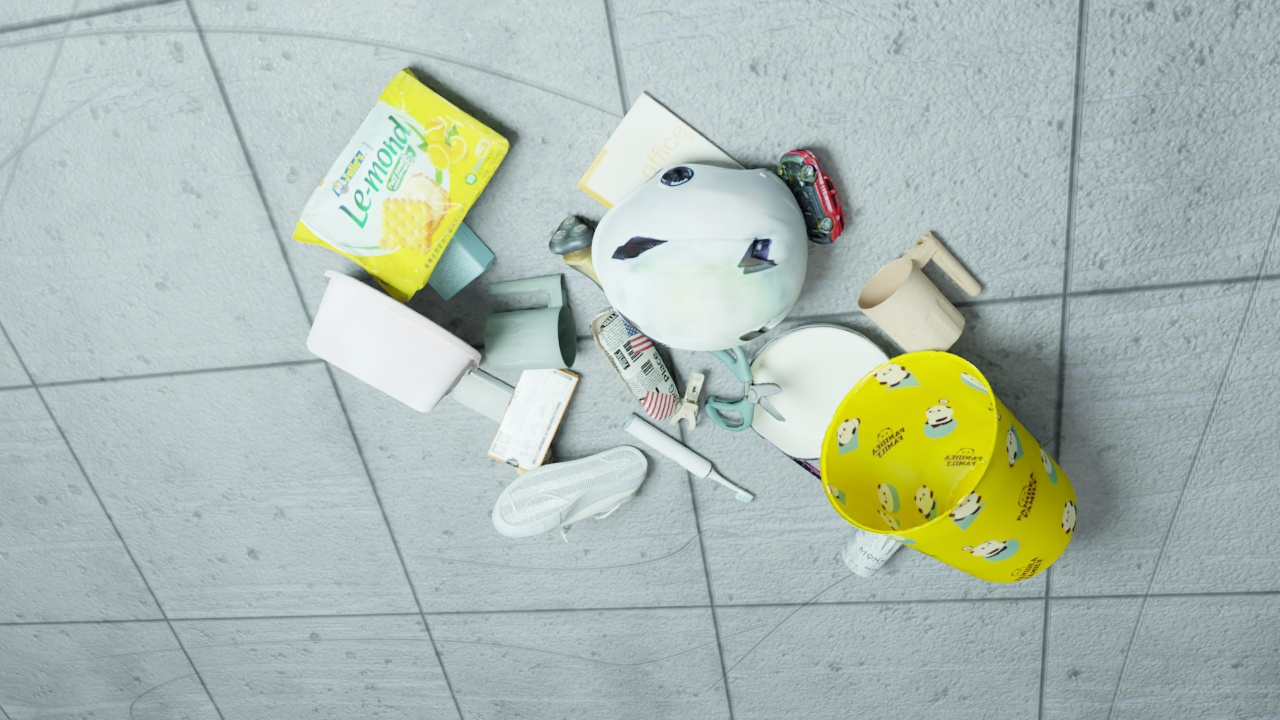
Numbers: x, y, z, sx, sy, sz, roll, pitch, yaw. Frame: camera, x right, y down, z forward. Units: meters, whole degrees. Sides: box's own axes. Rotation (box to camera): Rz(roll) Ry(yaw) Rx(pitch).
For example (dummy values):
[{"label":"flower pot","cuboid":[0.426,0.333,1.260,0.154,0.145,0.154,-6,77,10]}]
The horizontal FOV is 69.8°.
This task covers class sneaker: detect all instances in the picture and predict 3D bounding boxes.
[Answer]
[{"label":"sneaker","cuboid":[-0.101,0.196,1.282,0.089,0.241,0.091,49,140,31]}]

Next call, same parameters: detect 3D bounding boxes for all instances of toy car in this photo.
[{"label":"toy car","cuboid":[0.203,-0.194,1.079,0.045,0.053,0.120,-37,119,-16]}]

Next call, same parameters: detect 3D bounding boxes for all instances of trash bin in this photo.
[{"label":"trash bin","cuboid":[0.389,0.145,1.127,0.255,0.229,0.230,32,122,-34]}]

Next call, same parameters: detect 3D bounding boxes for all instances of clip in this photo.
[{"label":"clip","cuboid":[0.066,0.058,1.250,0.034,0.066,0.099,15,144,2]}]

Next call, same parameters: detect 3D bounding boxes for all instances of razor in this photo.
[{"label":"razor","cuboid":[-0.041,-0.113,1.166,0.167,0.062,0.068,42,147,-20]}]

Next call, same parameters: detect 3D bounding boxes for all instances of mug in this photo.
[{"label":"mug","cuboid":[-0.146,-0.047,1.213,0.103,0.083,0.124,-5,92,13]},{"label":"mug","cuboid":[0.343,-0.076,1.117,0.103,0.084,0.124,41,91,-16]}]

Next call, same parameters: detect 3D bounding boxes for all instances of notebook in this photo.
[{"label":"notebook","cuboid":[0.045,-0.208,1.119,0.206,0.010,0.146,35,119,-11]}]

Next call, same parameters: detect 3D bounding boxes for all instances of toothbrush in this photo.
[{"label":"toothbrush","cuboid":[0.071,0.143,1.311,0.221,0.026,0.026,33,98,-11]},{"label":"toothbrush","cuboid":[0.239,0.155,1.298,0.189,0.014,0.018,34,131,-10]}]

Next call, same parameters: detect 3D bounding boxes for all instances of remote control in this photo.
[{"label":"remote control","cuboid":[-0.192,0.064,1.309,0.150,0.021,0.058,29,121,-8]}]

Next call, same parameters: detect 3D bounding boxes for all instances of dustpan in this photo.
[{"label":"dustpan","cuboid":[-0.287,-0.051,1.138,0.222,0.273,0.139,29,109,-13]}]

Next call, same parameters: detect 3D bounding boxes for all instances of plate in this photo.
[{"label":"plate","cuboid":[0.237,0.038,1.212,0.205,0.045,0.205,4,121,7]}]

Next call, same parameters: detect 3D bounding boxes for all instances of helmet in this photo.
[{"label":"helmet","cuboid":[0.073,-0.099,1.069,0.258,0.145,0.229,-5,127,-1]}]

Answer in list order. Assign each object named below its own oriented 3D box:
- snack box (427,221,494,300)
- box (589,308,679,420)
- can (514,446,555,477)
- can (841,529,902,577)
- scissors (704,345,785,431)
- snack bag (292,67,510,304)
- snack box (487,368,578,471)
[{"label":"snack box","cuboid":[-0.275,-0.166,1.172,0.074,0.051,0.175,-33,109,26]},{"label":"box","cuboid":[-0.005,0.008,1.210,0.076,0.087,0.163,-26,110,14]},{"label":"can","cuboid":[-0.147,0.182,1.349,0.058,0.058,0.116,-5,119,12]},{"label":"can","cuboid":[0.349,0.242,1.304,0.058,0.058,0.147,27,121,-7]},{"label":"scissors","cuboid":[0.118,0.020,1.199,0.171,0.019,0.181,-20,96,60]},{"label":"snack bag","cuboid":[-0.274,-0.204,1.080,0.158,0.068,0.246,32,79,-10]},{"label":"snack box","cuboid":[-0.149,0.076,1.274,0.075,0.026,0.154,23,97,-4]}]
